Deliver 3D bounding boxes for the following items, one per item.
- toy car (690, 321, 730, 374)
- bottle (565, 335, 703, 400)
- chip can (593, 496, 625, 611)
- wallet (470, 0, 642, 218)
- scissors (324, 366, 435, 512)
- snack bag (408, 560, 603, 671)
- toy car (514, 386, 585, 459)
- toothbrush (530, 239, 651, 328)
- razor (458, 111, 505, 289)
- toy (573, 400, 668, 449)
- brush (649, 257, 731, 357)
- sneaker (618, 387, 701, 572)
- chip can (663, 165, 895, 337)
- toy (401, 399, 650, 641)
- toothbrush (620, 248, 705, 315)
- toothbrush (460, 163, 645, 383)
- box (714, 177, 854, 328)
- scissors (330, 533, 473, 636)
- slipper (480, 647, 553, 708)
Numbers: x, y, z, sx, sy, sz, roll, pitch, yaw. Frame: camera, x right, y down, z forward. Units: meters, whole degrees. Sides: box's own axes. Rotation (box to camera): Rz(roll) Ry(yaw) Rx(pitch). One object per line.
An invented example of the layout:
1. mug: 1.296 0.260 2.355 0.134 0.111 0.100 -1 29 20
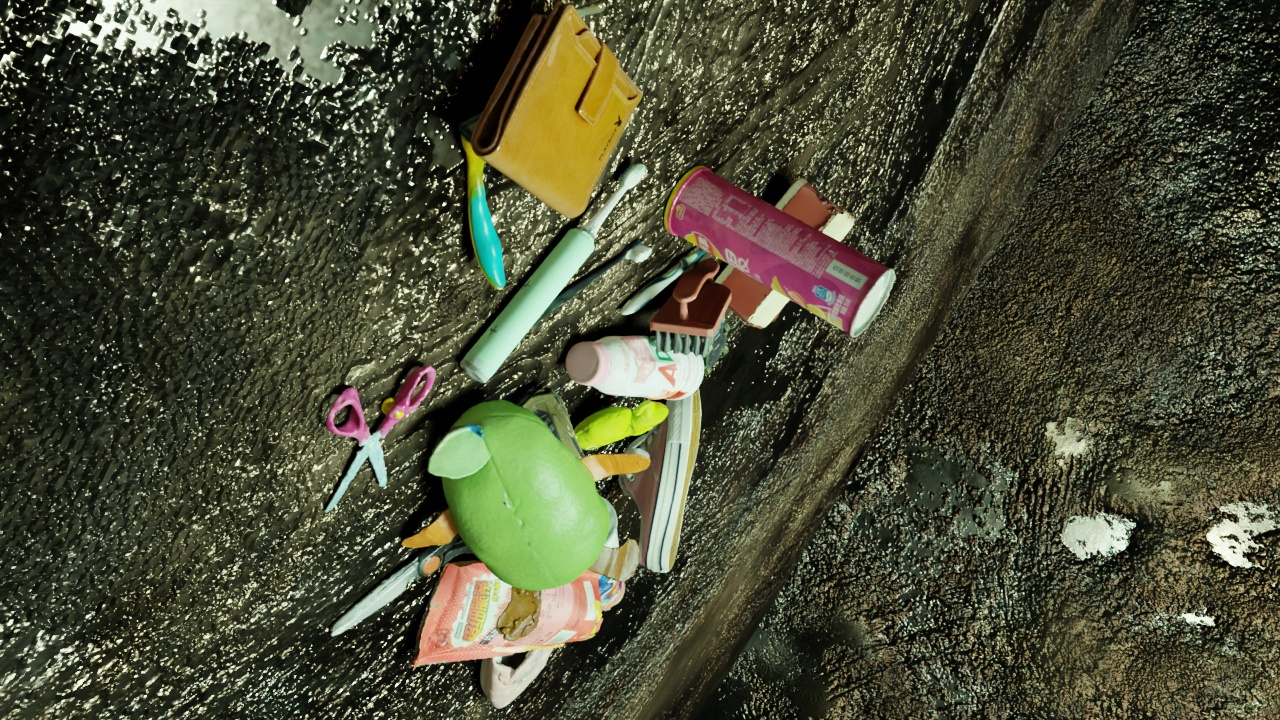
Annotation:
1. toy car: 0.081 -0.021 1.094 0.043 0.036 0.091 -49 155 -22
2. bottle: -0.005 0.005 0.922 0.196 0.068 0.068 5 116 -60
3. chip can: -0.058 0.237 1.108 0.071 0.071 0.215 -46 156 -24
4. wallet: -0.049 -0.165 0.602 0.119 0.035 0.130 -59 159 4
5. scissors: -0.198 0.057 0.662 0.133 0.017 0.125 -55 160 6
6. snack bag: -0.134 0.261 0.959 0.207 0.073 0.129 13 109 -45
7. toy car: -0.085 0.089 0.862 0.070 0.042 0.158 -46 139 -25
8. toothbrush: -0.051 -0.062 0.799 0.180 0.018 0.016 -37 153 -37
9. razor: -0.103 -0.104 0.617 0.043 0.028 0.133 -49 152 -42
10. toy: -0.025 0.067 0.955 0.100 0.031 0.097 -5 154 -35
11. brush: 0.058 -0.059 0.937 0.145 0.063 0.069 -54 148 -63
12. sneaker: 0.016 0.131 1.104 0.118 0.088 0.241 10 90 -79
13. chip can: 0.124 -0.102 0.845 0.071 0.210 0.071 -44 155 -27
14. toy: -0.096 0.131 0.795 0.227 0.090 0.247 -22 124 -3
15. toothbrush: 0.042 -0.100 0.938 0.191 0.016 0.018 -41 137 -33
16. toothbrush: -0.066 -0.075 0.738 0.026 0.027 0.224 44 77 -32
17. box: 0.169 -0.115 1.055 0.168 0.079 0.091 -51 160 15
18. scissors: -0.187 0.163 0.830 0.234 0.022 0.137 -15 125 -49
19. slipper: -0.140 0.334 1.092 0.113 0.054 0.275 -37 148 -38
